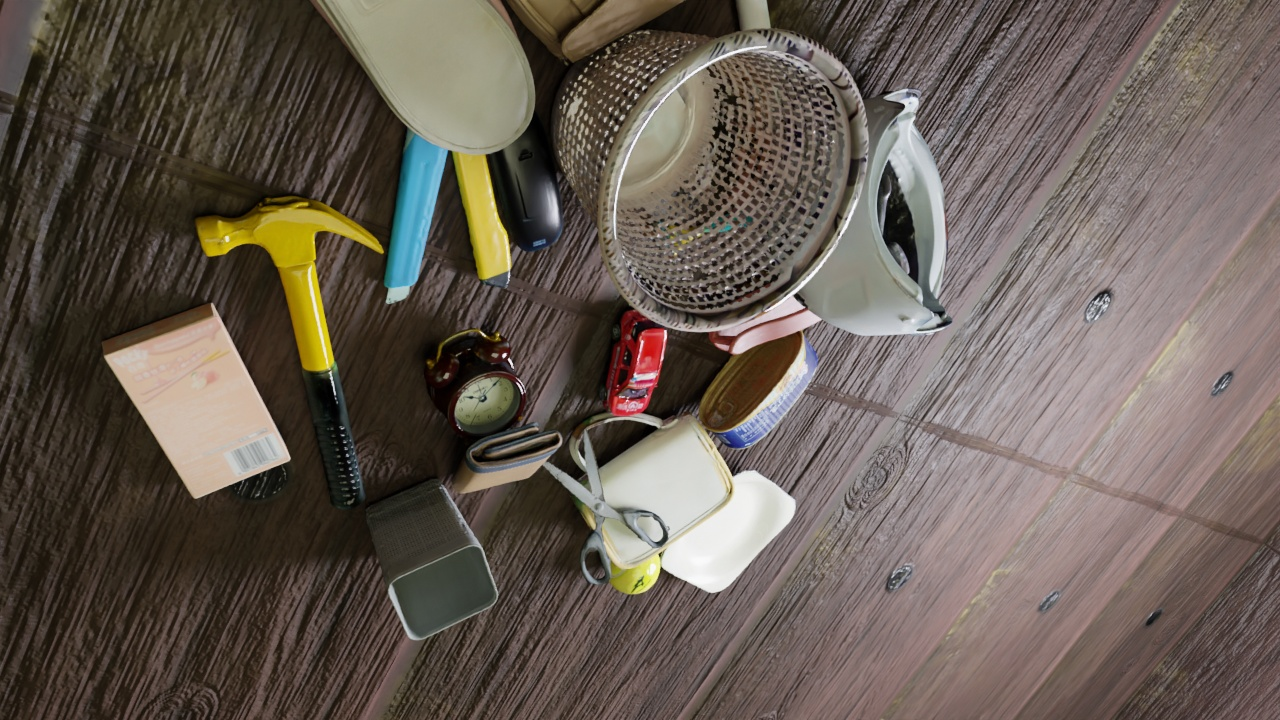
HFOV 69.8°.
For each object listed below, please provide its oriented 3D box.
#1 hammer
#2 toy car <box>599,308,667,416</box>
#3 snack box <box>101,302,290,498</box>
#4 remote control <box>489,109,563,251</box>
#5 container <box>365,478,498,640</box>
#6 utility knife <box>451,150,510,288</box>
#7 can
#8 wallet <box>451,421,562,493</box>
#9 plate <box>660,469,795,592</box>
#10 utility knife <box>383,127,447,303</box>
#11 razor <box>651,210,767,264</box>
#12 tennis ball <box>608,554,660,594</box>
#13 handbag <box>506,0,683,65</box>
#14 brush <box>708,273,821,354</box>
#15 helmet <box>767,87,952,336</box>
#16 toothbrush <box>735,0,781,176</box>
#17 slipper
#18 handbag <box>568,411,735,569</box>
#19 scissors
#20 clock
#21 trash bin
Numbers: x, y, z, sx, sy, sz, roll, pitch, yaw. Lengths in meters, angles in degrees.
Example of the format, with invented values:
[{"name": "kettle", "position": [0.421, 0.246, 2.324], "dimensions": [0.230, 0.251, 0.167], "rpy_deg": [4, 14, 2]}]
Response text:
[{"name": "hammer", "position": [-0.268, 0.004, 0.768], "dimensions": [0.128, 0.033, 0.301], "rpy_deg": [-14, 127, -22]}, {"name": "toy car", "position": [-0.005, 0.005, 0.923], "dimensions": [0.052, 0.045, 0.121], "rpy_deg": [-4, 125, -28]}, {"name": "snack box", "position": [-0.353, 0.036, 0.740], "dimensions": [0.084, 0.026, 0.157], "rpy_deg": [-23, 130, -17]}, {"name": "remote control", "position": [-0.094, -0.150, 0.774], "dimensions": [0.053, 0.024, 0.137], "rpy_deg": [-23, 130, -15]}, {"name": "container", "position": [-0.203, 0.183, 0.874], "dimensions": [0.090, 0.114, 0.090], "rpy_deg": [-22, 130, -17]}, {"name": "utility knife", "position": [-0.134, -0.143, 0.760], "dimensions": [0.033, 0.015, 0.193], "rpy_deg": [-24, 129, -24]}, {"name": "can", "position": [0.129, 0.027, 0.997], "dimensions": [0.148, 0.074, 0.049], "rpy_deg": [-50, 134, -5]}, {"name": "wallet", "position": [-0.130, 0.096, 0.878], "dimensions": [0.090, 0.033, 0.115], "rpy_deg": [-13, 163, -23]}, {"name": "plate", "position": [0.102, 0.204, 1.126], "dimensions": [0.163, 0.034, 0.164], "rpy_deg": [-47, 136, 4]}, {"name": "utility knife", "position": [-0.186, -0.116, 0.746], "dimensions": [0.034, 0.018, 0.162], "rpy_deg": [4, 120, -27]}, {"name": "razor", "position": [0.075, -0.131, 0.889], "dimensions": [0.132, 0.028, 0.043], "rpy_deg": [-19, 96, -17]}, {"name": "tennis ball", "position": [-0.010, 0.238, 1.064], "dimensions": [0.065, 0.065, 0.066], "rpy_deg": [-16, 127, -22]}, {"name": "handbag", "position": [-0.011, -0.313, 0.662], "dimensions": [0.204, 0.099, 0.148], "rpy_deg": [-32, 135, -5]}, {"name": "brush", "position": [0.136, -0.051, 0.953], "dimensions": [0.145, 0.069, 0.063], "rpy_deg": [-25, 130, -15]}, {"name": "helmet", "position": [0.202, -0.128, 0.864], "dimensions": [0.258, 0.146, 0.229], "rpy_deg": [-32, 113, -62]}, {"name": "toothbrush", "position": [0.110, -0.256, 0.826], "dimensions": [0.026, 0.027, 0.221], "rpy_deg": [-54, 142, -35]}, {"name": "slipper", "position": [-0.168, -0.255, 0.636], "dimensions": [0.114, 0.054, 0.274], "rpy_deg": [-41, 135, -1]}, {"name": "handbag", "position": [-0.001, 0.118, 1.002], "dimensions": [0.163, 0.063, 0.179], "rpy_deg": [-33, 117, -9]}, {"name": "scissors", "position": [-0.039, 0.158, 0.964], "dimensions": [0.159, 0.014, 0.179], "rpy_deg": [8, 102, -20]}, {"name": "clock", "position": [-0.151, 0.018, 0.833], "dimensions": [0.082, 0.055, 0.122], "rpy_deg": [-24, 133, -15]}, {"name": "trash bin", "position": [0.032, -0.165, 0.726], "dimensions": [0.227, 0.192, 0.228], "rpy_deg": [-16, 127, -22]}]
